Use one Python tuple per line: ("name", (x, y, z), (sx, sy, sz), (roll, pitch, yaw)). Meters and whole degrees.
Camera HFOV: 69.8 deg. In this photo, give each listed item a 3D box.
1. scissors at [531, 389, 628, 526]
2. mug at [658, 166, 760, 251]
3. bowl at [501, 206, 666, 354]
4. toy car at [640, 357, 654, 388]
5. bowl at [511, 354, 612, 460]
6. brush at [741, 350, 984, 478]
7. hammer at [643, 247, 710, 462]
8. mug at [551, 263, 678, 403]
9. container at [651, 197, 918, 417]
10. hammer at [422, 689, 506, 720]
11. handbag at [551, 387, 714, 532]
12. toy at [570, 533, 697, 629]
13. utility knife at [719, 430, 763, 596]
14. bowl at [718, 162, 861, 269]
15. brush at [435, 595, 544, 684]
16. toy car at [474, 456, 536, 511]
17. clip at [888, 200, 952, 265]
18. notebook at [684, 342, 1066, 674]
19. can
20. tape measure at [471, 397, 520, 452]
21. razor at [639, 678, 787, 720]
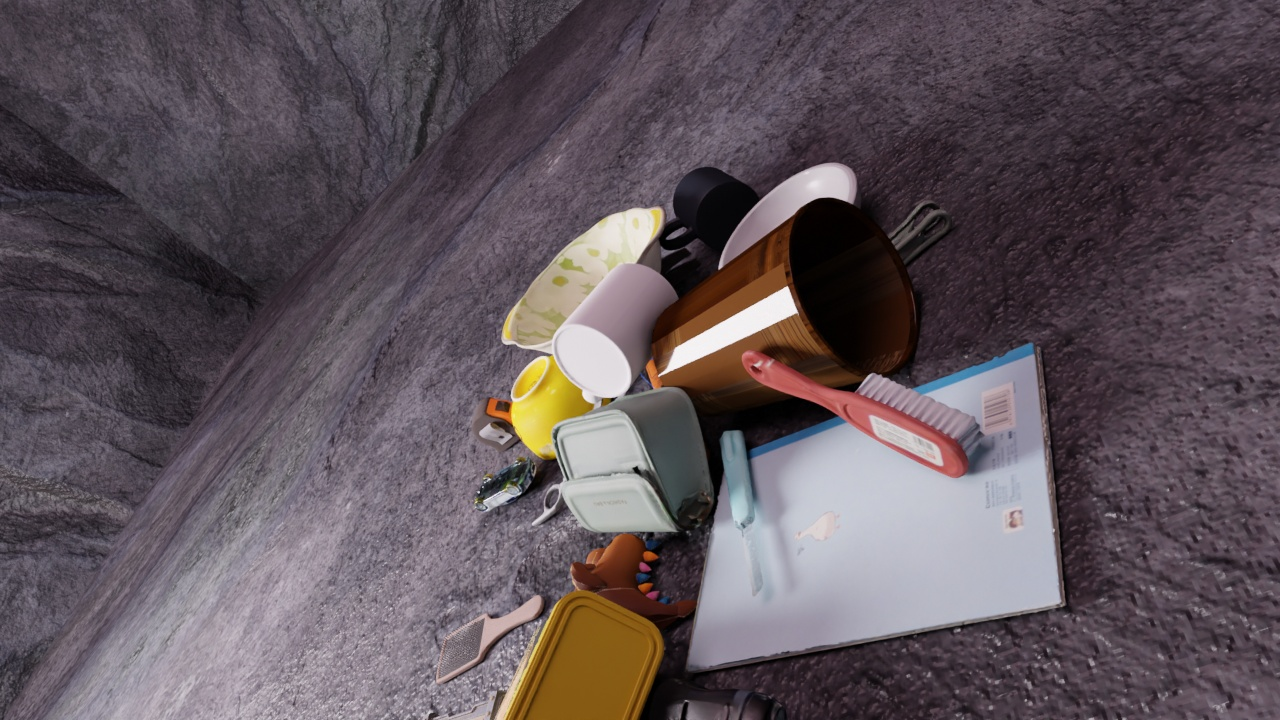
("scissors", (-0.055, 0.088, 0.861), (0.159, 0.014, 0.141), (-37, 43, 32))
("mug", (0.064, -0.148, 0.945), (0.105, 0.071, 0.077), (-33, 27, -1))
("bowl", (-0.044, -0.069, 0.942), (0.220, 0.060, 0.188), (-33, 30, 23))
("toy car", (-0.005, 0.005, 0.837), (0.092, 0.033, 0.061), (-2, 66, 50))
("bowl", (-0.091, 0.037, 0.952), (0.117, 0.067, 0.117), (-37, 29, 24))
("brush", (0.136, 0.023, 0.582), (0.172, 0.041, 0.030), (27, 65, 41))
("hammer", (0.026, -0.004, 0.868), (0.138, 0.035, 0.314), (-42, 28, 13))
("mug", (-0.022, -0.013, 0.774), (0.090, 0.074, 0.111), (-53, -16, -41))
("container", (0.099, -0.026, 0.692), (0.168, 0.132, 0.131), (-26, 34, 48))
("hammer", (-0.147, 0.385, 0.602), (0.099, 0.044, 0.321), (-30, 32, 34))
("handbag", (-0.008, 0.084, 0.724), (0.067, 0.106, 0.122), (-18, 2, -39))
("toy", (-0.001, 0.166, 0.685), (0.103, 0.071, 0.090), (-7, 30, 22))
("utility knife", (0.071, 0.102, 0.653), (0.022, 0.015, 0.165), (-40, 26, 22))
("bowl", (0.140, -0.105, 0.816), (0.150, 0.043, 0.149), (-36, 29, 24))
("brush", (-0.136, 0.240, 0.812), (0.136, 0.015, 0.049), (-35, 30, 26))
("toy car", (-0.137, 0.129, 0.945), (0.090, 0.027, 0.038), (-29, 30, 36))
("clip", (0.208, -0.093, 0.720), (0.076, 0.023, 0.042), (-43, 28, 16))
("notebook", (0.138, 0.098, 0.586), (0.254, 0.009, 0.180), (-26, 34, 39))
("can", (-0.052, 0.230, 0.595), (0.135, 0.075, 0.105), (-65, 4, -29))
("tape measure", (-0.158, 0.072, 1.020), (0.058, 0.059, 0.038), (-36, 29, 30))
("razor", (0.039, 0.218, 0.543), (0.141, 0.063, 0.053), (-26, 48, 63))
